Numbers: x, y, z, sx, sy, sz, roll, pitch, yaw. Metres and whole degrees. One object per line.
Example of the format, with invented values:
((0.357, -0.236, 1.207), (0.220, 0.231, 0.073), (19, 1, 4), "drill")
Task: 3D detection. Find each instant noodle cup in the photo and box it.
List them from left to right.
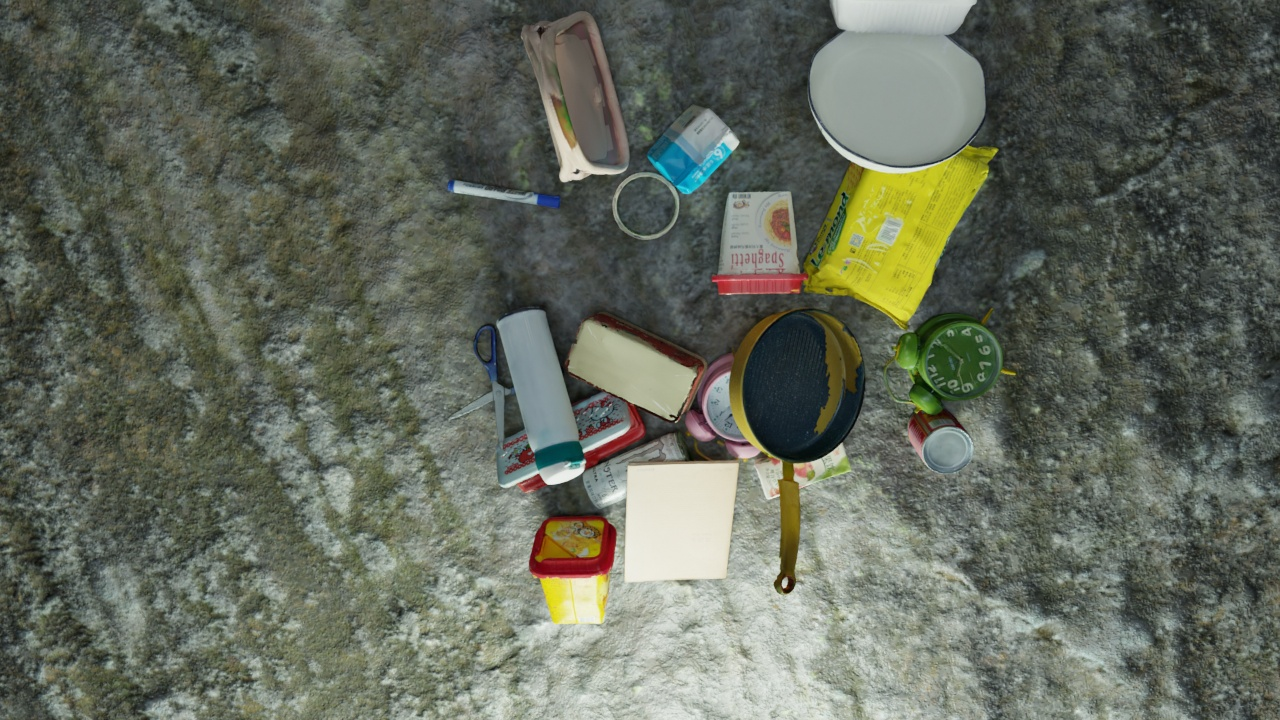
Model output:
((-0.089, 0.297, 1.286), (0.116, 0.116, 0.124), (-2, 118, 4), "instant noodle cup")
((0.147, -0.145, 1.143), (0.116, 0.116, 0.124), (-1, 95, 4), "instant noodle cup")
((0.293, -0.416, 1.048), (0.173, 0.137, 0.060), (2, 128, 3), "instant noodle cup")

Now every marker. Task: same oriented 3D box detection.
((-0.176, -0.215, 1.184), (0.146, 0.017, 0.017), (9, 106, 1), "marker")

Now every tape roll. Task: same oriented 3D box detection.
((0.007, -0.199, 1.180), (0.086, 0.014, 0.086), (1, 106, 3), "tape roll")

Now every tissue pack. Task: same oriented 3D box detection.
((0.061, -0.252, 1.099), (0.063, 0.140, 0.090), (42, 99, -17), "tissue pack")

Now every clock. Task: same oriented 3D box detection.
((0.126, 0.068, 1.227), (0.117, 0.059, 0.159), (25, 107, -3), "clock")
((0.392, 0.004, 1.185), (0.161, 0.056, 0.116), (-22, 96, 3), "clock")

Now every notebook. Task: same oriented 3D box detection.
((0.054, 0.223, 1.266), (0.149, 0.012, 0.212), (-1, 121, -5), "notebook")

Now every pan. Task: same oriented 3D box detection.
((0.194, 0.111, 1.156), (0.197, 0.078, 0.357), (12, 89, -29), "pan")

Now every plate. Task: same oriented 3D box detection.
((0.295, -0.305, 1.070), (0.205, 0.046, 0.204), (0, 71, 1), "plate")

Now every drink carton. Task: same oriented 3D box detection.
((0.221, 0.142, 1.250), (0.122, 0.045, 0.053), (-21, 94, 8), "drink carton")

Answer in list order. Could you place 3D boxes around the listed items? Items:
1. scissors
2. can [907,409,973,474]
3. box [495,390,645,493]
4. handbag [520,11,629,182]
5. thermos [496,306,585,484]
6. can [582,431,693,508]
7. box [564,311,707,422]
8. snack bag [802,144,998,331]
((-0.183, 0.034, 1.243), (0.162, 0.012, 0.174), (-6, 92, -5), "scissors")
((0.391, 0.101, 1.204), (0.066, 0.093, 0.066), (1, 106, 2), "can")
((-0.098, 0.114, 1.234), (0.202, 0.098, 0.095), (-26, 102, 11), "box")
((-0.084, -0.295, 1.042), (0.093, 0.233, 0.193), (-13, 105, 8), "handbag")
((-0.128, 0.047, 1.182), (0.073, 0.073, 0.224), (-19, 76, 8), "thermos")
((-0.004, 0.150, 1.259), (0.147, 0.058, 0.058), (-25, 103, 10), "can")
((-0.007, 0.007, 1.190), (0.168, 0.077, 0.091), (25, 106, 9), "box")
((0.317, -0.174, 1.142), (0.158, 0.068, 0.247), (21, 107, -3), "snack bag")
